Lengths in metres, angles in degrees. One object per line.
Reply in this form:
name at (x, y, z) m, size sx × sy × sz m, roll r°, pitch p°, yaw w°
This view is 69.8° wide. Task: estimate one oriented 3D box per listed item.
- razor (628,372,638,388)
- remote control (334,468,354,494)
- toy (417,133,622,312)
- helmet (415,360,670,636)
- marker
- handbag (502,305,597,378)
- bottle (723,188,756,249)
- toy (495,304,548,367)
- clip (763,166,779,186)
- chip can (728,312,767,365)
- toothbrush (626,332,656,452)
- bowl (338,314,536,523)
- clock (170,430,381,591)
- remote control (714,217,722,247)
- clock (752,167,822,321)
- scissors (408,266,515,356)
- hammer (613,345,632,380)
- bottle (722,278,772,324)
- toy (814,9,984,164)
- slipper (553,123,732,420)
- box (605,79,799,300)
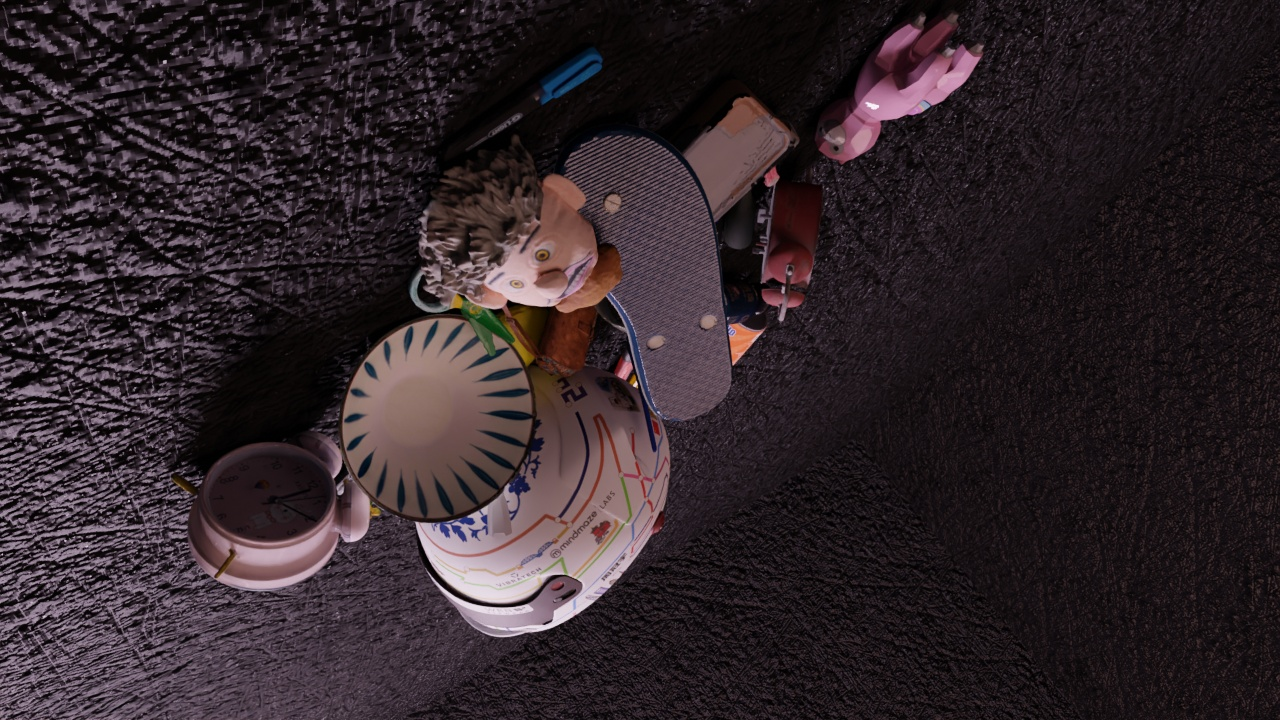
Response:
razor at (-0.003, 0.026, 1.106) m, size 0.043 × 0.021 × 0.144 m, roll -49°, pitch 176°, yaw -45°
remote control at (-0.306, 0.132, 0.921) m, size 0.140 × 0.021 × 0.045 m, roll -43°, pitch 163°, yaw 5°
toy at (-0.080, -0.076, 0.654) m, size 0.175 × 0.076 × 0.133 m, roll 19°, pitch 131°, yaw -41°
helmet at (-0.118, 0.138, 0.939) m, size 0.315 × 0.231 × 0.236 m, roll -42°, pitch 143°, yaw 8°
marker at (-0.077, -0.165, 0.597) m, size 0.123 × 0.015 × 0.018 m, roll -34°, pitch 166°, yaw -1°
handbag at (-0.079, -0.050, 0.790) m, size 0.196 × 0.043 × 0.093 m, roll 48°, pitch 57°, yaw -68°
bottle at (0.102, -0.154, 0.933) m, size 0.033 × 0.033 × 0.123 m, roll -34°, pitch 162°, yaw -8°
toy at (-0.121, -0.015, 0.856) m, size 0.094 × 0.041 × 0.095 m, roll -44°, pitch 161°, yaw 2°
clip at (0.125, -0.185, 0.891) m, size 0.023 × 0.039 × 0.059 m, roll -42°, pitch 166°, yaw 6°
chip can at (0.092, -0.001, 1.258) m, size 0.062 × 0.062 × 0.211 m, roll -19°, pitch 156°, yaw -43°
toothbrush at (-0.005, 0.005, 0.908) m, size 0.011 × 0.186 × 0.017 m, roll -2°, pitch 151°, yaw -17°
bowl at (-0.184, 0.046, 0.795) m, size 0.176 × 0.177 × 0.071 m, roll -25°, pitch -161°, yaw -32°
clock at (-0.289, 0.117, 0.758) m, size 0.157 × 0.117 × 0.059 m, roll -18°, pitch 146°, yaw -39°
remote control at (0.067, -0.138, 0.944) m, size 0.039 × 0.010 × 0.125 m, roll -34°, pitch 162°, yaw -8°
clock at (0.148, -0.116, 0.951) m, size 0.062 × 0.156 × 0.110 m, roll 8°, pitch 151°, yaw 5°
scissors at (-0.143, -0.038, 0.737) m, size 0.078 × 0.013 × 0.132 m, roll -27°, pitch 140°, yaw -14°
hammer at (-0.018, -0.002, 1.098) m, size 0.140 × 0.036 × 0.327 m, roll -26°, pitch 160°, yaw -35°
bottle at (0.109, -0.072, 1.119) m, size 0.056 × 0.056 × 0.160 m, roll -47°, pitch 160°, yaw 31°
toy at (0.241, -0.257, 0.880) m, size 0.123 × 0.067 × 0.158 m, roll -22°, pitch 162°, yaw -42°
slipper at (0.011, -0.072, 0.771) m, size 0.118 × 0.060 × 0.295 m, roll -22°, pitch 127°, yaw -3°
box at (0.035, -0.149, 0.815) m, size 0.217 × 0.094 × 0.121 m, roll -43°, pitch 134°, yaw 20°
